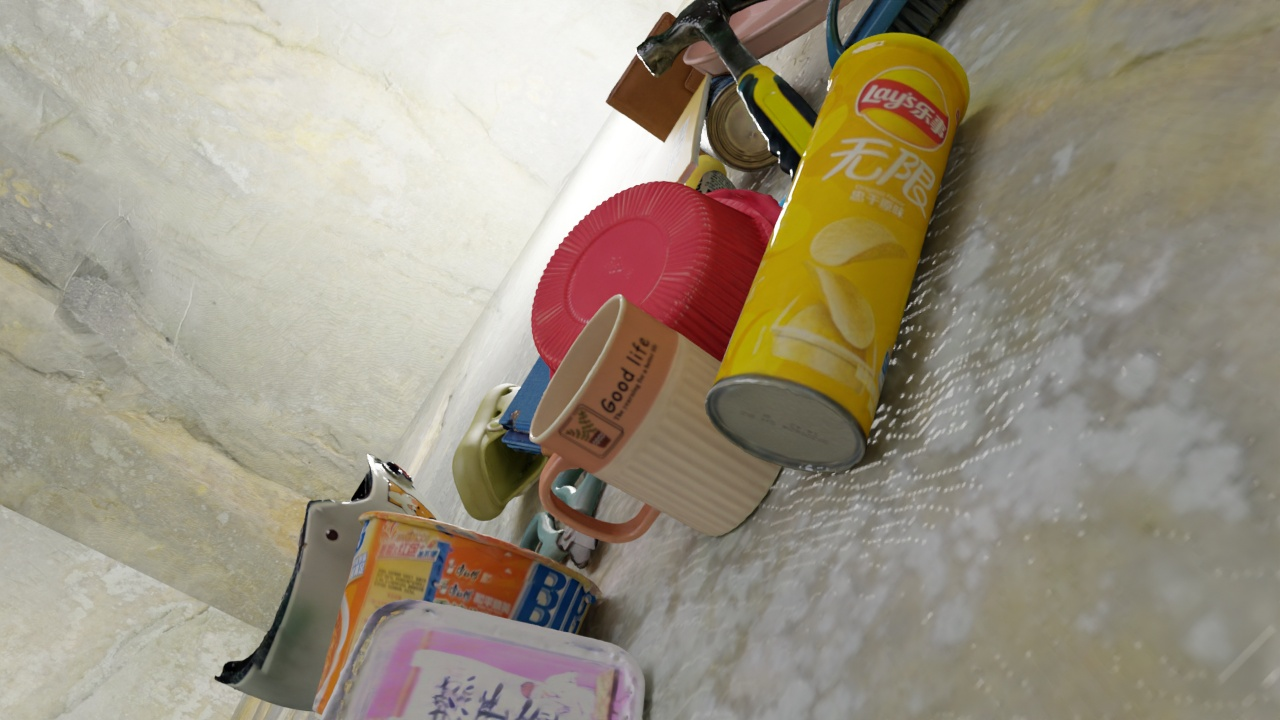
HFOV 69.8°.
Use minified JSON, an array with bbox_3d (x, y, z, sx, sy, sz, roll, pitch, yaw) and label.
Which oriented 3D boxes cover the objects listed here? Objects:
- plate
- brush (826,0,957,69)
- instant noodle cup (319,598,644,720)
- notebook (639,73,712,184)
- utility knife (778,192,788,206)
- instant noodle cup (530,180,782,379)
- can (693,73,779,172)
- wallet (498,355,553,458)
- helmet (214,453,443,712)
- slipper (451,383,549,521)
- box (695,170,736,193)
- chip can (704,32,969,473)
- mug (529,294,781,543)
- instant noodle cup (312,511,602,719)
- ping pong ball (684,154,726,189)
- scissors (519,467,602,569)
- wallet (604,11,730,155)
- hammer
[{"bbox_3d":[0.139,-0.319,0.796,0.230,0.028,0.229,-32,22,14],"label":"plate"},{"bbox_3d":[0.166,-0.244,0.581,0.144,0.073,0.055,-55,10,15],"label":"brush"},{"bbox_3d":[-0.076,0.194,0.389,0.173,0.138,0.060,-80,4,-58],"label":"instant noodle cup"},{"bbox_3d":[0.000,-0.122,0.758,0.207,0.010,0.145,-54,16,40],"label":"notebook"},{"bbox_3d":[0.129,-0.133,0.589,0.160,0.018,0.034,-50,15,26],"label":"utility knife"},{"bbox_3d":[0.002,-0.039,0.559,0.194,0.066,0.193,-23,48,28],"label":"instant noodle cup"},{"bbox_3d":[0.083,-0.201,0.767,0.075,0.075,0.111,-55,14,12],"label":"can"},{"bbox_3d":[-0.042,0.029,0.709,0.133,0.040,0.106,3,58,45],"label":"wallet"},{"bbox_3d":[-0.255,0.222,0.867,0.230,0.157,0.274,-60,4,3],"label":"helmet"},{"bbox_3d":[-0.115,0.083,0.868,0.082,0.092,0.190,-11,19,13],"label":"slipper"},{"bbox_3d":[0.036,-0.069,0.661,0.088,0.076,0.162,105,-172,-54],"label":"box"},{"bbox_3d":[0.096,-0.057,0.425,0.072,0.072,0.212,-35,26,58],"label":"chip can"},{"bbox_3d":[0.002,0.042,0.464,0.115,0.106,0.081,-55,14,11],"label":"mug"},{"bbox_3d":[-0.110,0.165,0.529,0.152,0.151,0.111,-31,38,61],"label":"instant noodle cup"},{"bbox_3d":[0.060,-0.171,0.856,0.040,0.040,0.040,-53,15,20],"label":"ping pong ball"},{"bbox_3d":[-0.042,0.104,0.675,0.186,0.019,0.129,-28,32,61],"label":"scissors"},{"bbox_3d":[0.048,-0.265,0.912,0.108,0.131,0.031,-53,19,18],"label":"wallet"},{"bbox_3d":[0.085,-0.187,0.627,0.126,0.032,0.322,-36,39,14],"label":"hammer"}]
